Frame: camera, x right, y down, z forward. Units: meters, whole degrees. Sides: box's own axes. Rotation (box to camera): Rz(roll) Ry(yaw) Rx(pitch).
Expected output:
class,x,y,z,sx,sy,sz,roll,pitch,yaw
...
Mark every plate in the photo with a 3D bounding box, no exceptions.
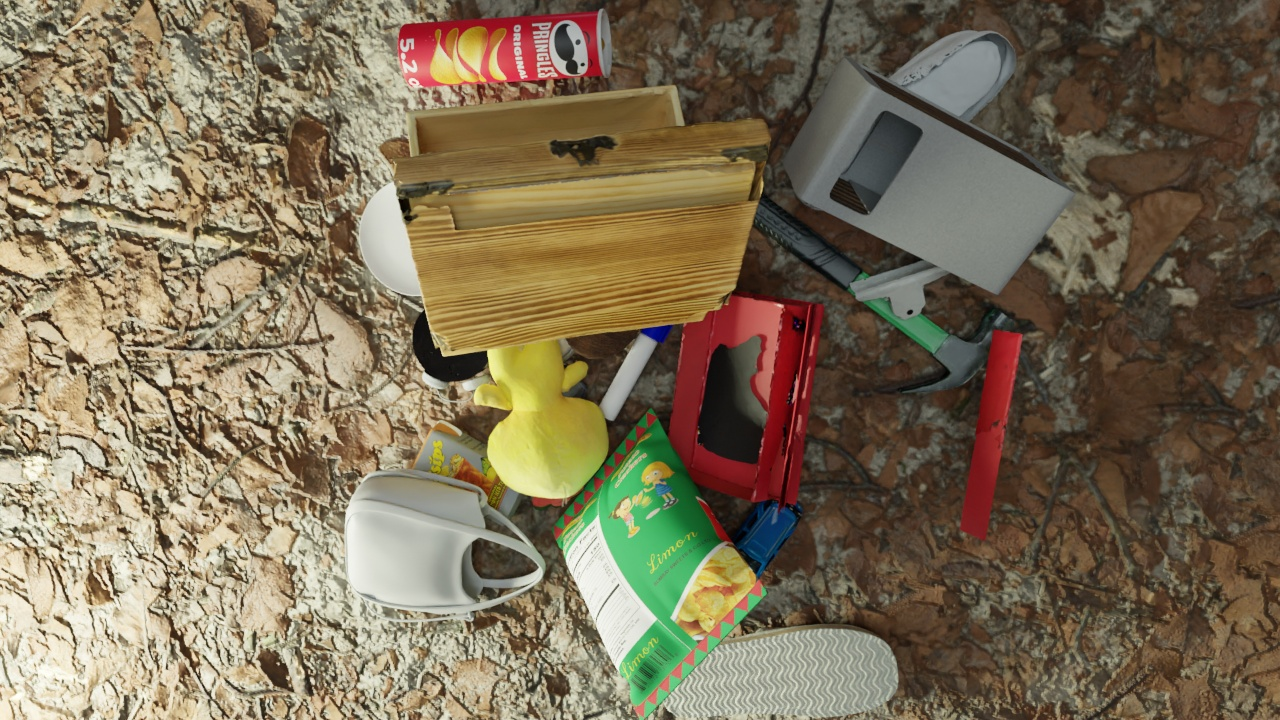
class,x,y,z,sx,sy,sz,roll,pitch,yaw
plate,-0.257,-0.142,1.055,0.134,0.011,0.134,1,96,8

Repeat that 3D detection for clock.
class,x,y,z,sx,sy,sz,roll,pitch,yaw
clock,-0.210,-0.013,1.051,0.094,0.035,0.122,3,97,7

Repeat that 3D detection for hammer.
class,x,y,z,sx,sy,sz,roll,pitch,yaw
hammer,0.231,-0.084,0.987,0.319,0.032,0.130,38,100,3

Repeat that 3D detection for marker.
class,x,y,z,sx,sy,sz,roll,pitch,yaw
marker,-0.006,0.006,1.031,0.027,0.023,0.133,26,99,-17

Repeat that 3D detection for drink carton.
class,x,y,z,sx,sy,sz,roll,pitch,yaw
drink carton,-0.193,0.129,1.055,0.125,0.048,0.076,28,99,4

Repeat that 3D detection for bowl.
class,x,y,z,sx,sy,sz,roll,pitch,yaw
bowl,-0.037,-0.051,0.995,0.101,0.026,0.114,-29,122,-18

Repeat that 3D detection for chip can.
class,x,y,z,sx,sy,sz,roll,pitch,yaw
chip can,-0.145,-0.336,0.992,0.221,0.069,0.069,-1,95,8

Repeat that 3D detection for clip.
class,x,y,z,sx,sy,sz,roll,pitch,yaw
clip,0.273,-0.074,0.951,0.102,0.058,0.052,-18,68,10

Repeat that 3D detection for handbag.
class,x,y,z,sx,sy,sz,roll,pitch,yaw
handbag,-0.218,0.222,1.048,0.222,0.095,0.216,11,124,0

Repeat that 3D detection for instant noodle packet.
class,x,y,z,sx,sy,sz,roll,pitch,yaw
instant noodle packet,0.007,0.203,0.945,0.196,0.090,0.252,-52,45,20

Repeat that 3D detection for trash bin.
class,x,y,z,sx,sy,sz,roll,pitch,yaw
trash bin,0.271,-0.178,0.883,0.228,0.114,0.115,23,118,-14

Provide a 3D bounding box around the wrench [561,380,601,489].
class,x,y,z,sx,sy,sz,roll,pitch,yaw
wrench,-0.055,0.131,1.051,0.073,0.022,0.273,-24,91,10

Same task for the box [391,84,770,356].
class,x,y,z,sx,sy,sz,roll,pitch,yaw
box,-0.062,-0.142,0.806,0.279,0.335,0.286,-8,77,-10

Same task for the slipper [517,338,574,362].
class,x,y,z,sx,sy,sz,roll,pitch,yaw
slipper,-0.122,-0.124,0.995,0.113,0.081,0.266,-7,92,-13

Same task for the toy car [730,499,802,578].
class,x,y,z,sx,sy,sz,roll,pitch,yaw
toy car,0.131,0.200,1.022,0.056,0.043,0.120,36,100,3

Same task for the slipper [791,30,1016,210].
class,x,y,z,sx,sy,sz,roll,pitch,yaw
slipper,0.260,-0.248,0.943,0.247,0.074,0.112,-38,99,18

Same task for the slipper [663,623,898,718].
class,x,y,z,sx,sy,sz,roll,pitch,yaw
slipper,0.152,0.351,1.031,0.263,0.052,0.115,-6,97,4

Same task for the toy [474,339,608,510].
class,x,y,z,sx,sy,sz,roll,pitch,yaw
toy,-0.105,0.065,0.988,0.133,0.092,0.207,-17,95,-14

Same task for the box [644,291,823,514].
class,x,y,z,sx,sy,sz,roll,pitch,yaw
box,0.083,0.036,0.930,0.165,0.153,0.214,15,101,46
